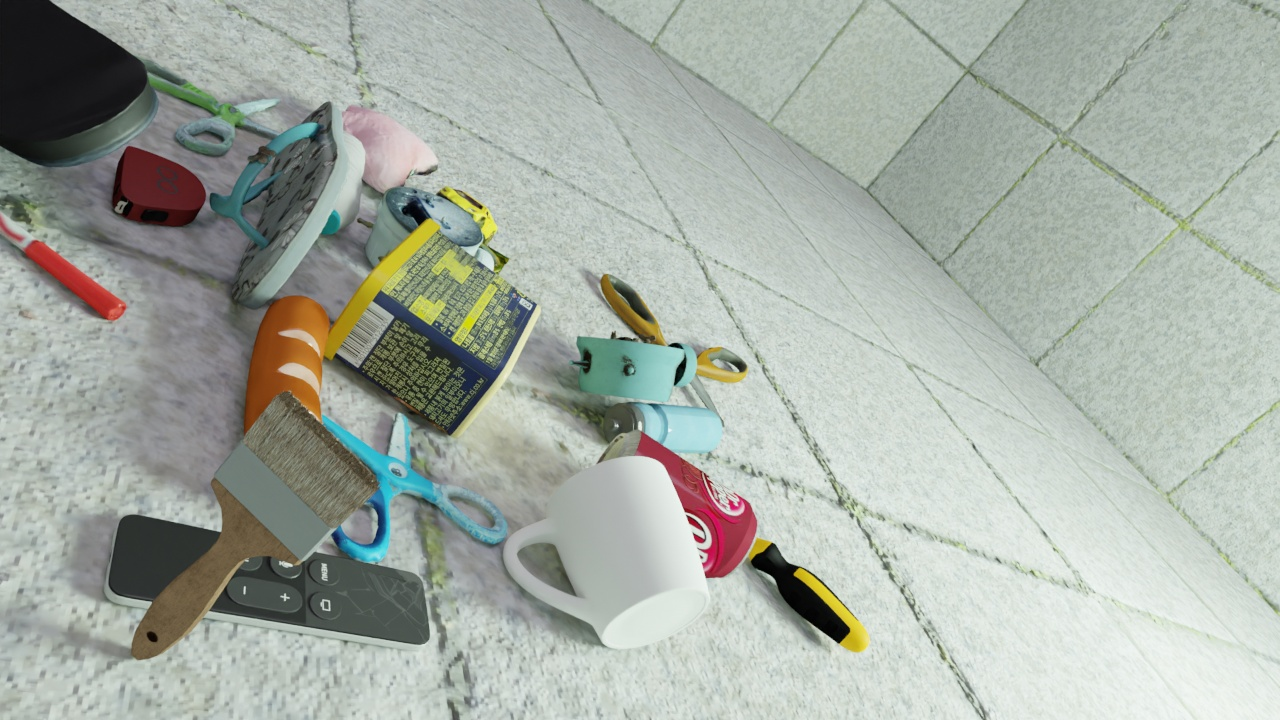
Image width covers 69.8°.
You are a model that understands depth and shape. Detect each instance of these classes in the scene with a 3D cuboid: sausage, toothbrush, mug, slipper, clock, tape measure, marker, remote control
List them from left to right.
[{"bbox_3d":[-0.378,-0.167,0.545,0.265,0.084,0.108,33,58,21],"label":"slipper"},{"bbox_3d":[-0.336,-0.069,0.490,0.142,0.013,0.012,38,22,-1],"label":"marker"},{"bbox_3d":[-0.311,-0.107,0.593,0.051,0.019,0.059,22,35,-40],"label":"tape measure"},{"bbox_3d":[-0.245,-0.131,0.628,0.054,0.098,0.268,42,16,-32],"label":"slipper"},{"bbox_3d":[-0.165,0.104,0.424,0.146,0.008,0.045,23,27,-34],"label":"remote control"},{"bbox_3d":[-0.191,0.019,0.500,0.164,0.044,0.039,-114,-174,-48],"label":"sausage"},{"bbox_3d":[-0.161,-0.094,0.733,0.117,0.057,0.083,7,35,-44],"label":"clock"},{"bbox_3d":[-0.021,0.119,0.545,0.114,0.081,0.087,-10,51,-20],"label":"mug"},{"bbox_3d":[-0.004,0.005,0.764,0.090,0.053,0.124,8,0,26],"label":"clock"},{"bbox_3d":[0.097,0.152,0.710,0.197,0.031,0.030,41,47,17],"label":"toothbrush"}]

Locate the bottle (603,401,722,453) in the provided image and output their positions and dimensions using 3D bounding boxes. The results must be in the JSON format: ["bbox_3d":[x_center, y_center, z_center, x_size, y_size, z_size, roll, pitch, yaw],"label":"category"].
[{"bbox_3d":[0.017,0.055,0.752,0.129,0.040,0.040,9,37,-51],"label":"bottle"}]

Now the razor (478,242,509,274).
[{"bbox_3d":[-0.136,-0.065,0.776,0.042,0.026,0.105,31,28,-24],"label":"razor"}]

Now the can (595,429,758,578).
[{"bbox_3d":[0.022,0.101,0.642,0.114,0.063,0.063,34,23,-11],"label":"can"}]

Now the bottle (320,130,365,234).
[{"bbox_3d":[-0.242,-0.139,0.723,0.044,0.044,0.136,26,26,-28],"label":"bottle"}]

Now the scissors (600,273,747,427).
[{"bbox_3d":[0.033,-0.015,0.943,0.230,0.016,0.224,47,24,18],"label":"scissors"}]

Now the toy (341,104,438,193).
[{"bbox_3d":[-0.235,-0.192,0.827,0.093,0.050,0.102,38,25,-9],"label":"toy"}]

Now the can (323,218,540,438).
[{"bbox_3d":[-0.137,-0.024,0.628,0.104,0.075,0.135,37,22,-11],"label":"can"}]

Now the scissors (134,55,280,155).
[{"bbox_3d":[-0.331,-0.195,0.743,0.171,0.024,0.165,18,24,-36],"label":"scissors"}]

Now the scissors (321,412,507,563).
[{"bbox_3d":[-0.138,0.074,0.521,0.134,0.011,0.139,39,22,-5],"label":"scissors"}]

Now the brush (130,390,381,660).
[{"bbox_3d":[-0.151,0.070,0.333,0.045,0.143,0.008,46,24,-3],"label":"brush"}]

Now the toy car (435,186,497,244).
[{"bbox_3d":[-0.156,-0.133,0.828,0.049,0.030,0.107,37,-1,-1],"label":"toy car"}]
